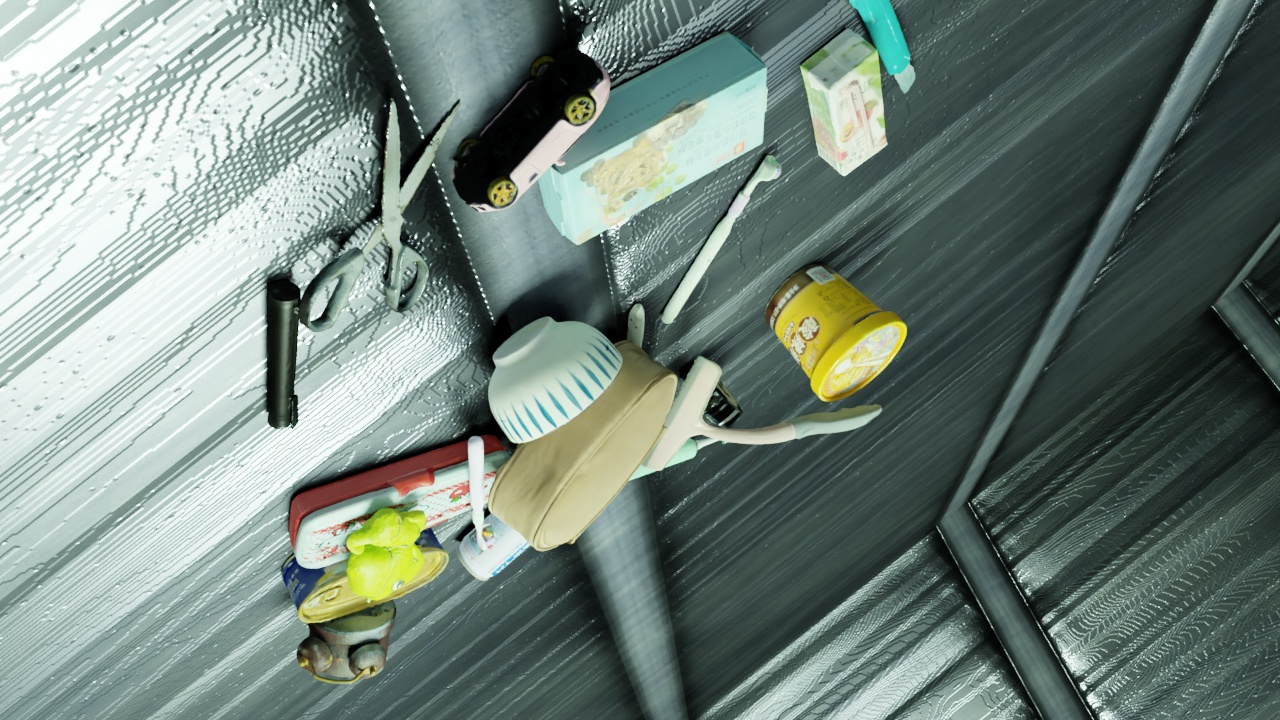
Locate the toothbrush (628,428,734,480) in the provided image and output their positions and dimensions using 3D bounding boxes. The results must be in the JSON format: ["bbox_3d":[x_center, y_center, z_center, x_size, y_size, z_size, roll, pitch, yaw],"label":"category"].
[{"bbox_3d":[0.037,0.114,1.114,0.223,0.026,0.027,-15,122,-38],"label":"toothbrush"}]

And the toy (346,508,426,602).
[{"bbox_3d":[-0.222,0.168,0.795,0.096,0.031,0.100,17,111,-53],"label":"toy"}]

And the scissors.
[{"bbox_3d":[-0.164,-0.086,0.591,0.159,0.014,0.178,-45,158,-16],"label":"scissors"}]

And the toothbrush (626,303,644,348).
[{"bbox_3d":[-0.005,0.005,0.917,0.017,0.016,0.188,-53,161,-34],"label":"toothbrush"}]

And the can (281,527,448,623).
[{"bbox_3d":[-0.256,0.193,0.862,0.147,0.049,0.075,-13,142,-39],"label":"can"}]

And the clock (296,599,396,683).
[{"bbox_3d":[-0.279,0.264,0.872,0.082,0.122,0.055,9,107,-9],"label":"clock"}]

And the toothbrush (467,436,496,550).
[{"bbox_3d":[-0.146,0.122,0.837,0.021,0.029,0.190,6,144,-2],"label":"toothbrush"}]

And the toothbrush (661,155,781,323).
[{"bbox_3d":[0.070,-0.105,0.840,0.020,0.029,0.190,26,122,-13],"label":"toothbrush"}]

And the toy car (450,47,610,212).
[{"bbox_3d":[-0.069,-0.144,0.584,0.122,0.056,0.037,-44,145,11],"label":"toy car"}]

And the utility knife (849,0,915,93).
[{"bbox_3d":[0.201,-0.269,0.757,0.029,0.013,0.186,-43,150,12],"label":"utility knife"}]

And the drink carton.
[{"bbox_3d":[0.175,-0.214,0.775,0.053,0.045,0.122,-37,151,-1],"label":"drink carton"}]

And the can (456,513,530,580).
[{"bbox_3d":[-0.130,0.172,0.974,0.134,0.053,0.053,-42,152,6],"label":"can"}]

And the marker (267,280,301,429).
[{"bbox_3d":[-0.243,0.000,0.625,0.020,0.022,0.132,-56,172,-47],"label":"marker"}]

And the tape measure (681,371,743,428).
[{"bbox_3d":[0.076,0.036,1.002,0.033,0.066,0.065,-40,146,9],"label":"tape measure"}]

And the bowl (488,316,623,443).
[{"bbox_3d":[-0.080,0.007,0.757,0.116,0.116,0.066,-37,108,-3],"label":"bowl"}]

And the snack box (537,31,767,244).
[{"bbox_3d":[0.008,-0.158,0.654,0.174,0.051,0.074,-31,150,-13],"label":"snack box"}]

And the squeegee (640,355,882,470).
[{"bbox_3d":[0.147,0.068,0.971,0.249,0.040,0.248,-2,150,-15],"label":"squeegee"}]

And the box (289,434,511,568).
[{"bbox_3d":[-0.211,0.128,0.824,0.200,0.047,0.087,-17,145,-36],"label":"box"}]

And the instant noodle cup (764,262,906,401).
[{"bbox_3d":[0.206,-0.036,0.999,0.118,0.114,0.119,-28,151,-18],"label":"instant noodle cup"}]

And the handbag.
[{"bbox_3d":[-0.054,0.079,0.855,0.204,0.100,0.148,-48,159,-15],"label":"handbag"}]
